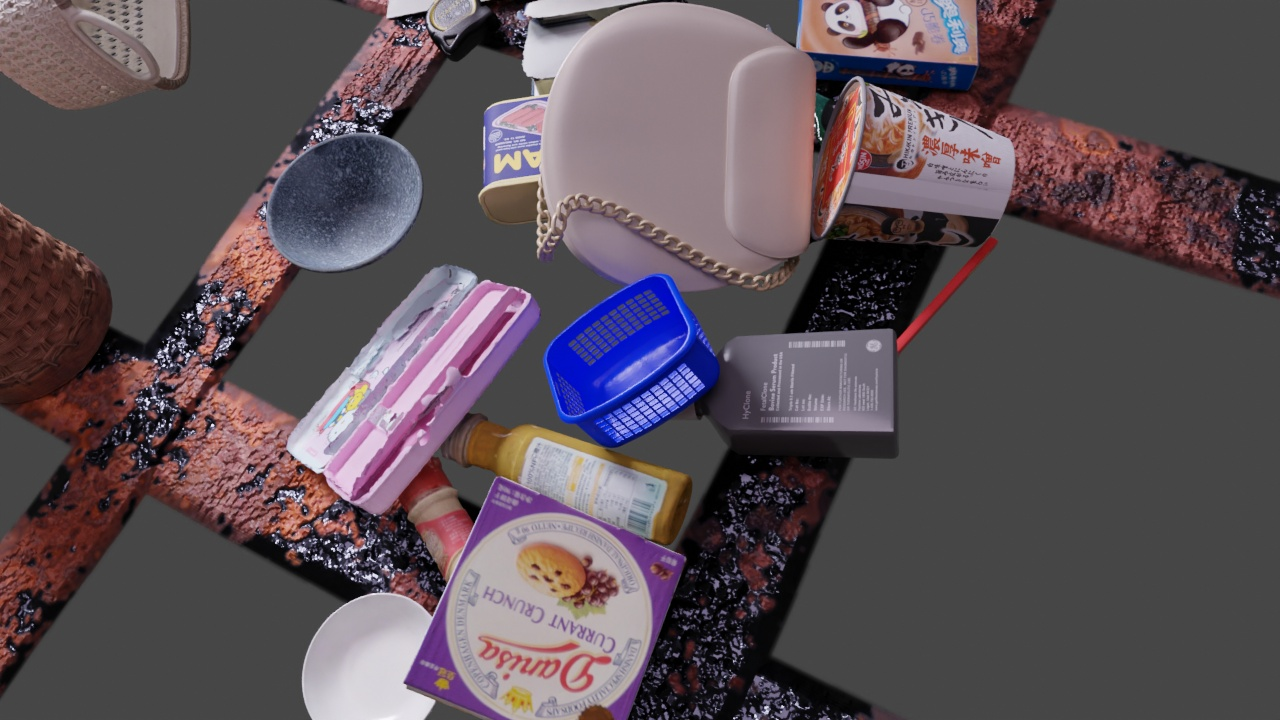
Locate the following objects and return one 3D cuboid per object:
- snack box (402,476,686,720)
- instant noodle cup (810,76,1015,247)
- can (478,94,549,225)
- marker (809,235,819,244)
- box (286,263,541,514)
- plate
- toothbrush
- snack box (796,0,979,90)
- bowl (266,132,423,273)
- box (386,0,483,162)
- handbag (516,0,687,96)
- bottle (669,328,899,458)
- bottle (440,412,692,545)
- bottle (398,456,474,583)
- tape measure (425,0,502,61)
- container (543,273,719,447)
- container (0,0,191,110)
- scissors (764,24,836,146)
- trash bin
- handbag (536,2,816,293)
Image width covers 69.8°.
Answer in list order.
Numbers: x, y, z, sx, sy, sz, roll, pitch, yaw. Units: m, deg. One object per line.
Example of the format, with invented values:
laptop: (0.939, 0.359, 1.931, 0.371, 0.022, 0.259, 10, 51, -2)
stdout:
snack box: (-0.062, 0.174, 0.618, 0.143, 0.041, 0.147, 23, 71, -3)
instant noodle cup: (0.206, -0.140, 0.698, 0.122, 0.124, 0.123, 11, 68, -3)
can: (-0.079, -0.176, 0.790, 0.116, 0.056, 0.092, -7, 64, 5)
marker: (0.089, -0.128, 0.766, 0.139, 0.016, 0.022, 26, 95, 19)
box: (-0.178, 0.014, 0.714, 0.153, 0.038, 0.201, 18, 66, 50)
plate: (-0.184, 0.219, 0.648, 0.104, 0.026, 0.104, -3, 65, 7)
toothbrush: (0.211, -0.018, 0.700, 0.018, 0.012, 0.212, 40, 77, 22)
snack box: (0.212, -0.283, 0.797, 0.151, 0.034, 0.087, 6, 65, 5)
bowl: (-0.244, -0.123, 0.790, 0.137, 0.057, 0.137, -3, 66, 7)
box: (-0.199, -0.408, 0.969, 0.173, 0.423, 0.167, 12, 64, -23)
handbag: (-0.032, -0.319, 0.836, 0.151, 0.074, 0.175, -4, 65, 7)
bottle: (0.098, 0.025, 0.671, 0.174, 0.046, 0.083, -1, 61, 17)
bottle: (-0.057, 0.082, 0.674, 0.186, 0.053, 0.053, 16, 70, 16)
bottle: (-0.143, 0.123, 0.675, 0.044, 0.044, 0.109, -33, 67, -7)
tape measure: (-0.173, -0.322, 0.879, 0.061, 0.034, 0.061, -39, 71, -4)
container: (-0.004, 0.004, 0.660, 0.114, 0.058, 0.096, -33, 44, 11)
container: (-0.540, -0.365, 0.881, 0.143, 0.184, 0.246, -20, 63, 11)
scissors: (0.110, -0.209, 0.799, 0.202, 0.015, 0.201, -19, 64, 2)
trash bin: (-0.558, -0.071, 0.731, 0.151, 0.210, 0.151, -4, 66, 8)
handbag: (0.029, -0.156, 0.695, 0.208, 0.103, 0.210, 1, 94, -7)
